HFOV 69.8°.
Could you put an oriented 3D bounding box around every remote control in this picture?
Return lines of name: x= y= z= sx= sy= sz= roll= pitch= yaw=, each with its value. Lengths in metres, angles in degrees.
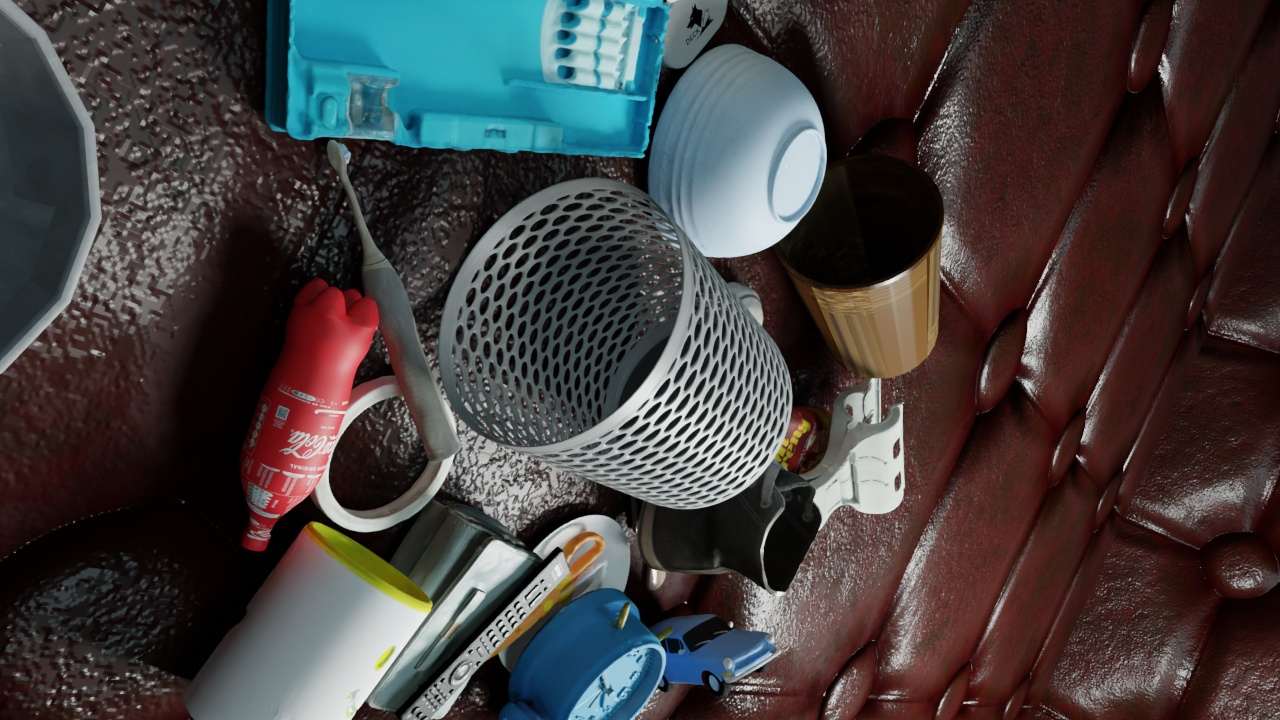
remote control: x=-0.096 y=0.175 z=0.581 sx=0.139 sy=0.009 sz=0.030 roll=-44 pitch=148 yaw=-24
remote control: x=0.010 y=-0.252 z=0.554 sx=0.074 sy=0.019 sz=0.151 roll=-53 pitch=140 yaw=-16

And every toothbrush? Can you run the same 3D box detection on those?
toothbrush: x=-0.133 y=-0.026 z=0.489 sx=0.024 sy=0.022 sz=0.186 roll=-66 pitch=147 yaw=-57

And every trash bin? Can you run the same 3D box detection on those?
trash bin: x=-0.003 y=0.003 z=0.563 sx=0.183 sy=0.156 sz=0.156 roll=36 pitch=80 yaw=-53

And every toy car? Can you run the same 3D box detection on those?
toy car: x=0.050 y=0.242 z=0.765 sx=0.056 sy=0.154 sz=0.055 roll=-18 pitch=85 yaw=-33

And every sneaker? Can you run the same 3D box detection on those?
sneaker: x=0.082 y=0.057 z=0.704 sx=0.095 sy=0.120 sz=0.234 roll=29 pitch=73 yaw=-52

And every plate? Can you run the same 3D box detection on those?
plate: x=-0.059 y=0.177 z=0.697 sx=0.134 sy=0.011 sz=0.135 roll=-25 pitch=126 yaw=-40

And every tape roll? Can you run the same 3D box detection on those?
tape roll: x=-0.148 y=0.054 z=0.531 sx=0.092 sy=0.013 sz=0.093 roll=-25 pitch=127 yaw=-40

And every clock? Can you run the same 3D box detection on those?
clock: x=-0.047 y=0.248 z=0.685 sx=0.161 sy=0.060 sz=0.117 roll=-52 pitch=146 yaw=-5

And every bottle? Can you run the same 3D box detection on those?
bottle: x=-0.174 y=0.030 z=0.466 sx=0.042 sy=0.042 sz=0.141 roll=16 pitch=96 yaw=-51

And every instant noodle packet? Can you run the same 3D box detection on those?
instant noodle packet: x=0.132 y=0.088 z=0.852 sx=0.135 sy=0.040 sz=0.099 roll=8 pitch=109 yaw=-51

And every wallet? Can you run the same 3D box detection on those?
wallet: x=-0.127 y=0.161 z=0.584 sx=0.131 sy=0.054 sz=0.100 roll=-56 pitch=140 yaw=-5

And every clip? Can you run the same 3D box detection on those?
clip: x=0.206 y=0.098 z=0.849 sx=0.151 sy=0.105 sz=0.127 roll=-53 pitch=143 yaw=-34

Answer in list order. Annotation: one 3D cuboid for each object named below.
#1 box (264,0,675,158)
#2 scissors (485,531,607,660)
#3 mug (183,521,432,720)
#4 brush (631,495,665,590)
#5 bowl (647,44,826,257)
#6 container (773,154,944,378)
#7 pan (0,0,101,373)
box: x=-0.060 y=-0.179 z=0.456 sx=0.226 sy=0.084 sz=0.172 roll=-9 pitch=149 yaw=-43
scissors: x=-0.070 y=0.177 z=0.665 sx=0.128 sy=0.013 sz=0.065 roll=-38 pitch=133 yaw=-32
mug: x=-0.176 y=0.153 z=0.494 sx=0.106 sy=0.083 sz=0.082 roll=-56 pitch=140 yaw=-13
brush: x=0.015 y=0.138 z=0.760 sx=0.049 sy=0.015 sz=0.136 roll=-28 pitch=128 yaw=-39
bowl: x=0.081 y=-0.137 z=0.640 sx=0.150 sy=0.075 sz=0.151 roll=-31 pitch=133 yaw=-40
container: x=0.195 y=-0.068 z=0.781 sx=0.132 sy=0.132 sz=0.167 roll=-54 pitch=146 yaw=-15
pan: x=-0.342 y=-0.033 z=0.242 sx=0.356 sy=0.041 sz=0.179 roll=-26 pitch=127 yaw=-39
